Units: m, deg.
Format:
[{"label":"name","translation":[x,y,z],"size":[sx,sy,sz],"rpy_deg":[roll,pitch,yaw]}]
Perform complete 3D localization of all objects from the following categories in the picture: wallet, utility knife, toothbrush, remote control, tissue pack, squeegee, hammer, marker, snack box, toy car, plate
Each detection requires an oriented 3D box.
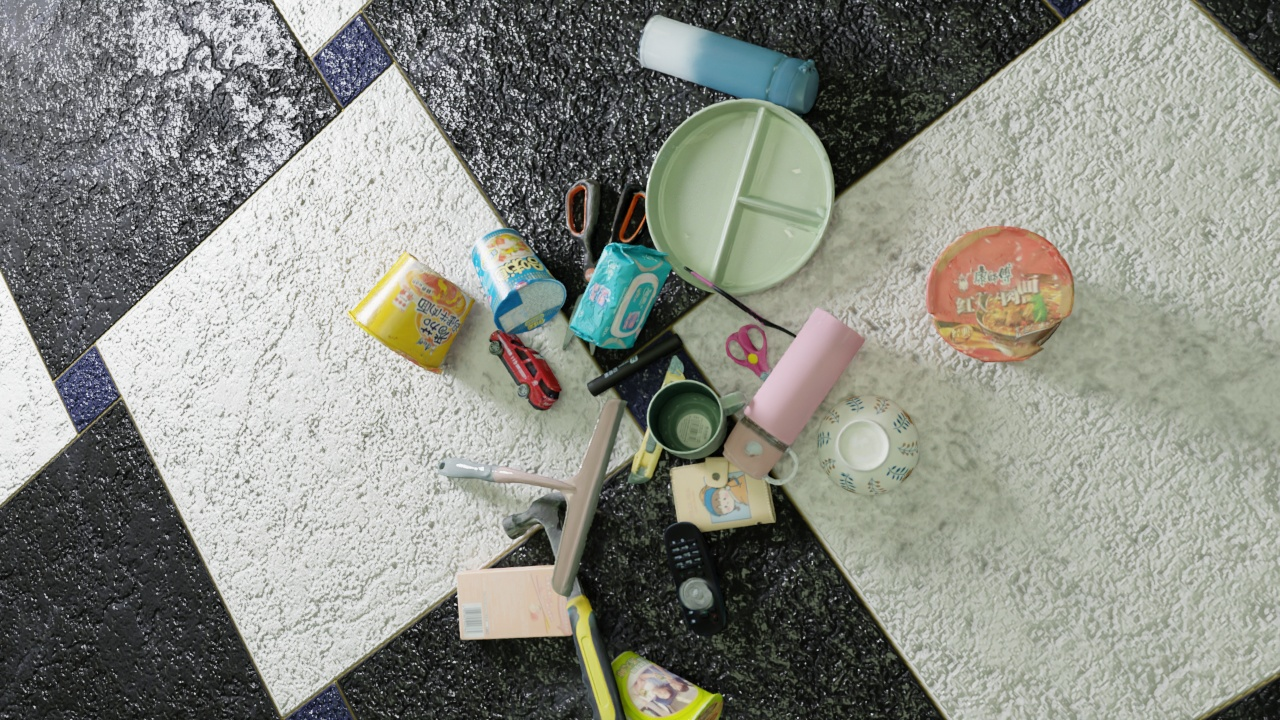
[{"label":"wallet","translation":[0.096,0.155,1.082],"size":[0.115,0.024,0.087],"rpy_deg":[-11,87,19]},{"label":"utility knife","translation":[0.023,0.075,1.120],"size":[0.031,0.018,0.166],"rpy_deg":[19,88,10]},{"label":"toothbrush","translation":[0.127,-0.055,1.076],"size":[0.189,0.014,0.018],"rpy_deg":[34,106,7]},{"label":"remote control","translation":[0.065,0.255,1.080],"size":[0.053,0.024,0.136],"rpy_deg":[-17,87,18]},{"label":"tissue pack","translation":[-0.021,-0.078,1.091],"size":[0.050,0.093,0.134],"rpy_deg":[34,110,27]},{"label":"squeegee","translation":[-0.164,0.146,1.146],"size":[0.250,0.040,0.247],"rpy_deg":[5,69,29]},{"label":"hammer","translation":[-0.067,0.296,1.065],"size":[0.126,0.032,0.323],"rpy_deg":[-29,55,10]},{"label":"marker","translation":[-0.007,0.007,1.131],"size":[0.132,0.020,0.022],"rpy_deg":[-30,106,14]},{"label":"snack box","translation":[-0.155,0.304,1.154],"size":[0.157,0.026,0.084],"rpy_deg":[-8,82,18]},{"label":"toy car","translation":[-0.145,0.008,1.162],"size":[0.045,0.053,0.120],"rpy_deg":[-40,77,11]},{"label":"plate","translation":[0.117,-0.192,1.090],"size":[0.230,0.027,0.230],"rpy_deg":[0,91,21]}]

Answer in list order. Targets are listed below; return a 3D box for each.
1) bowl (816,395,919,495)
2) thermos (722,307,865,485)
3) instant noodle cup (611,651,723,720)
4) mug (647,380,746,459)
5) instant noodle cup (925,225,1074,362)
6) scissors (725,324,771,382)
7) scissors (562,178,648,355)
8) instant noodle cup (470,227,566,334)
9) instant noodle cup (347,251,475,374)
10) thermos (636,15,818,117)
[{"label":"bowl","translation":[0.248,0.094,1.013],"size":[0.114,0.062,0.113],"rpy_deg":[-1,86,20]},{"label":"thermos","translation":[0.176,0.045,1.028],"size":[0.087,0.067,0.198],"rpy_deg":[34,94,6]},{"label":"instant noodle cup","translation":[0.014,0.398,1.051],"size":[0.123,0.111,0.112],"rpy_deg":[27,94,28]},{"label":"mug","translation":[0.069,0.065,1.051],"size":[0.112,0.106,0.082],"rpy_deg":[-23,76,5]},{"label":"instant noodle cup","translation":[0.370,-0.063,0.958],"size":[0.138,0.108,0.138],"rpy_deg":[-2,85,19]},{"label":"scissors","translation":[0.149,0.019,1.078],"size":[0.057,0.017,0.133],"rpy_deg":[-37,78,28]},{"label":"scissors","translation":[-0.045,-0.123,1.153],"size":[0.190,0.021,0.229],"rpy_deg":[-20,79,16]},{"label":"instant noodle cup","translation":[-0.160,-0.106,1.155],"size":[0.099,0.099,0.110],"rpy_deg":[-38,61,12]},{"label":"instant noodle cup","translation":[-0.287,-0.065,1.180],"size":[0.138,0.138,0.110],"rpy_deg":[35,88,18]},{"label":"thermos","translation":[0.105,-0.351,1.098],"size":[0.220,0.070,0.070],"rpy_deg":[25,94,19]}]
